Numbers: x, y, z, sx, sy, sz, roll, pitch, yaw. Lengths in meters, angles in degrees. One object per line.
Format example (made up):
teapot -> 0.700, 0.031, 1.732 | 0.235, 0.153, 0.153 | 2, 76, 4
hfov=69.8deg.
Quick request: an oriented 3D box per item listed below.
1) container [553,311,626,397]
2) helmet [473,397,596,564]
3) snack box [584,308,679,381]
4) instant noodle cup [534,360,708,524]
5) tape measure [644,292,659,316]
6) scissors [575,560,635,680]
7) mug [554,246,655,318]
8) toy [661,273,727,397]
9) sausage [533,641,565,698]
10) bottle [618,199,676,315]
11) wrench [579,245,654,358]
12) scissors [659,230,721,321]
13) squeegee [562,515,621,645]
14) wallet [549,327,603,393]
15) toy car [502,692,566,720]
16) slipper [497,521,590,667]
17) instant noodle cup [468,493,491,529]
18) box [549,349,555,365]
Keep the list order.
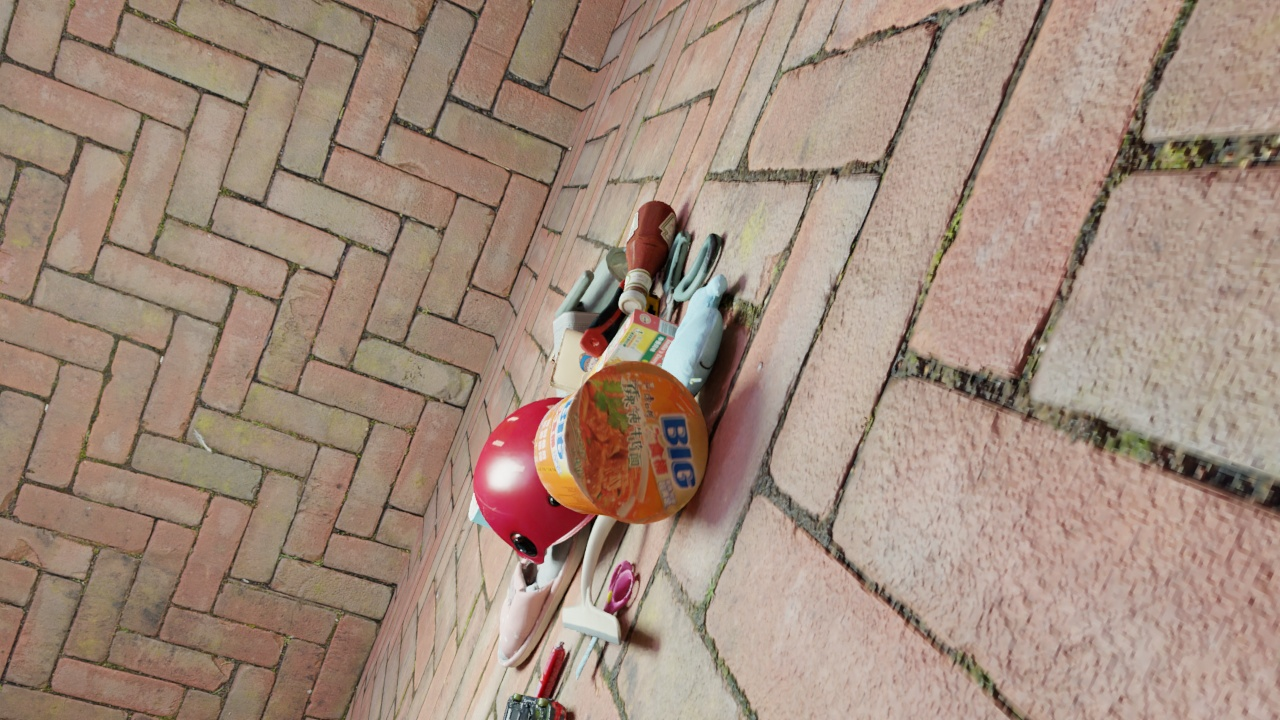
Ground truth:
container -> -0.071, -0.002, 1.267 | 0.090, 0.090, 0.114 | 154, 117, -71
helmet -> -0.119, 0.129, 1.121 | 0.206, 0.144, 0.241 | -57, 11, -22
snack box -> -0.006, 0.006, 1.086 | 0.156, 0.077, 0.027 | 126, 159, -45
instant noodle cup -> -0.027, 0.084, 0.882 | 0.112, 0.151, 0.151 | -22, 49, 59
tape measure -> 0.001, -0.056, 1.241 | 0.060, 0.029, 0.057 | 127, 158, -47
scissors -> -0.038, 0.273, 0.949 | 0.135, 0.017, 0.063 | -65, 18, 1
mug -> -0.051, -0.099, 1.318 | 0.083, 0.123, 0.104 | 60, 138, 21
toy -> 0.055, -0.013, 0.949 | 0.156, 0.050, 0.161 | -97, 31, -81
sausage -> -0.119, 0.398, 1.072 | 0.020, 0.020, 0.156 | -133, 64, -74
bottle -> 0.006, -0.137, 1.229 | 0.060, 0.059, 0.205 | -55, 14, 43
wrench -> -0.026, -0.081, 1.201 | 0.016, 0.056, 0.272 | -48, 11, 36
scissors -> 0.058, -0.117, 1.141 | 0.170, 0.019, 0.173 | -49, 24, 50
squeegee -> -0.025, 0.167, 0.972 | 0.246, 0.039, 0.247 | -68, 10, -17
wallet -> -0.058, 0.015, 1.198 | 0.024, 0.115, 0.087 | 6, -79, -80
toy car -> -0.114, 0.396, 1.007 | 0.121, 0.045, 0.052 | -24, 48, 59
slipper -> -0.142, 0.301, 1.215 | 0.275, 0.054, 0.114 | -60, 17, 27
instant noodle cup -> -0.186, 0.214, 1.359 | 0.111, 0.120, 0.111 | -160, 91, -75
box -> -0.090, -0.054, 1.417 | 0.092, 0.079, 0.168 | -58, 10, 32
